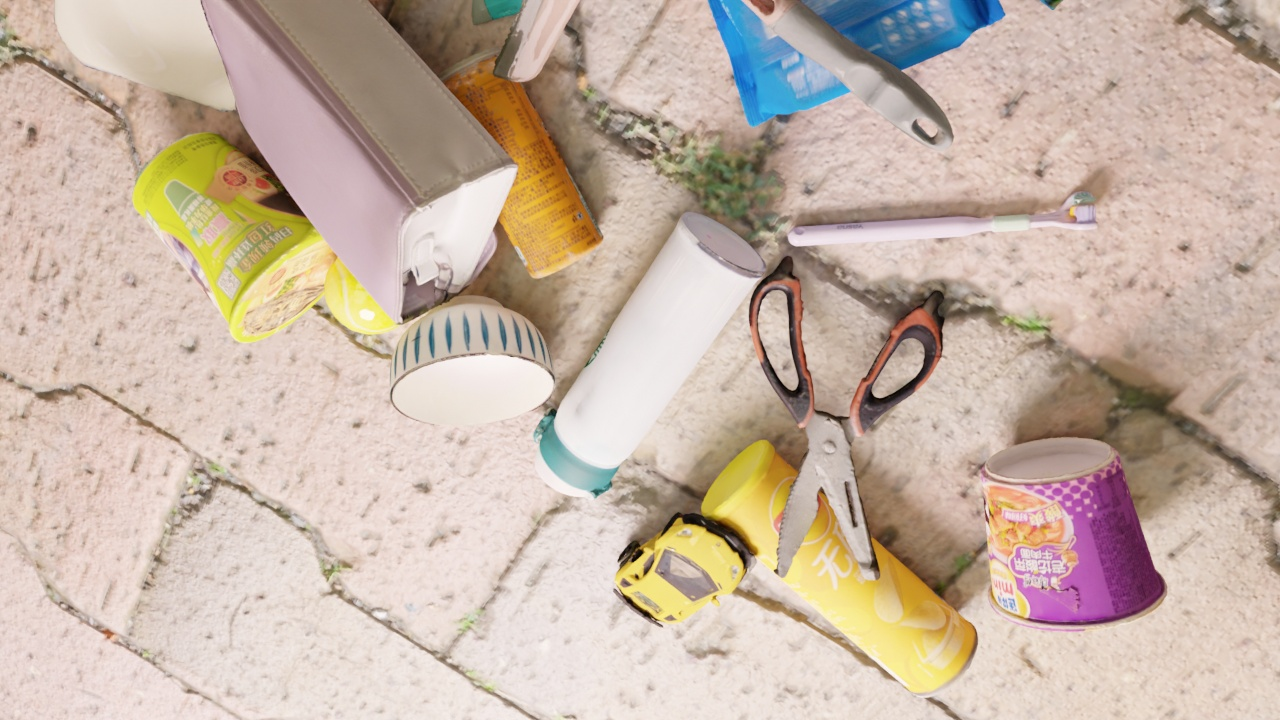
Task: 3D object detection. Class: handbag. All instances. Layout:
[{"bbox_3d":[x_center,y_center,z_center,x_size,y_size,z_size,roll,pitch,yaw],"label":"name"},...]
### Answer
[{"bbox_3d":[-0.177,-0.139,0.583,0.197,0.098,0.145,50,146,8],"label":"handbag"}]

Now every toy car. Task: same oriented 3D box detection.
[{"bbox_3d":[0.027,0.159,0.691,0.071,0.041,0.156,38,144,-1],"label":"toy car"}]

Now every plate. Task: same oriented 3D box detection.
[{"bbox_3d":[-0.320,-0.267,0.630,0.164,0.034,0.164,20,115,5],"label":"plate"}]

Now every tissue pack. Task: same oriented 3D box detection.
[{"bbox_3d":[0.122,-0.209,0.541,0.157,0.052,0.095,-20,104,20],"label":"tissue pack"}]

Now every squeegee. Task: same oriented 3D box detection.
[{"bbox_3d":[0.072,-0.194,0.509,0.249,0.040,0.248,33,130,-5],"label":"squeegee"}]

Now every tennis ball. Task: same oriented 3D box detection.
[{"bbox_3d":[-0.197,-0.052,0.672,0.065,0.065,0.065,5,112,11],"label":"tennis ball"}]

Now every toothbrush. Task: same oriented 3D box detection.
[{"bbox_3d":[0.190,-0.087,0.592,0.189,0.029,0.021,-3,148,15],"label":"toothbrush"}]

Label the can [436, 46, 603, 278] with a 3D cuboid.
[{"bbox_3d":[-0.082,-0.130,0.617,0.058,0.058,0.146,-23,104,20],"label":"can"}]

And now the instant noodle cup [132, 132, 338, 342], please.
[{"bbox_3d":[-0.290,-0.095,0.659,0.123,0.111,0.112,44,114,2],"label":"instant noodle cup"}]

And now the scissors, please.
[{"bbox_3d":[0.130,0.035,0.620,0.189,0.015,0.227,41,92,7],"label":"scissors"}]

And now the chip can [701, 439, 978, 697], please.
[{"bbox_3d":[0.145,0.152,0.670,0.213,0.072,0.072,42,114,-5],"label":"chip can"}]

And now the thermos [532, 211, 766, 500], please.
[{"bbox_3d":[-0.004,0.004,0.649,0.073,0.073,0.225,34,115,-2],"label":"thermos"}]

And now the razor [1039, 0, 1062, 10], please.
[{"bbox_3d":[0.198,-0.262,0.519,0.142,0.022,0.043,40,112,-4],"label":"razor"}]

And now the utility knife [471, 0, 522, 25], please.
[{"bbox_3d":[-0.012,-0.258,0.574,0.223,0.013,0.029,-12,106,20],"label":"utility knife"}]

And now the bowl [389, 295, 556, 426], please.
[{"bbox_3d":[-0.122,-0.005,0.661,0.117,0.116,0.066,-20,62,20],"label":"bowl"}]

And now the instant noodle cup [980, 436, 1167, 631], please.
[{"bbox_3d":[0.278,0.110,0.608,0.112,0.111,0.099,-14,99,18],"label":"instant noodle cup"}]
